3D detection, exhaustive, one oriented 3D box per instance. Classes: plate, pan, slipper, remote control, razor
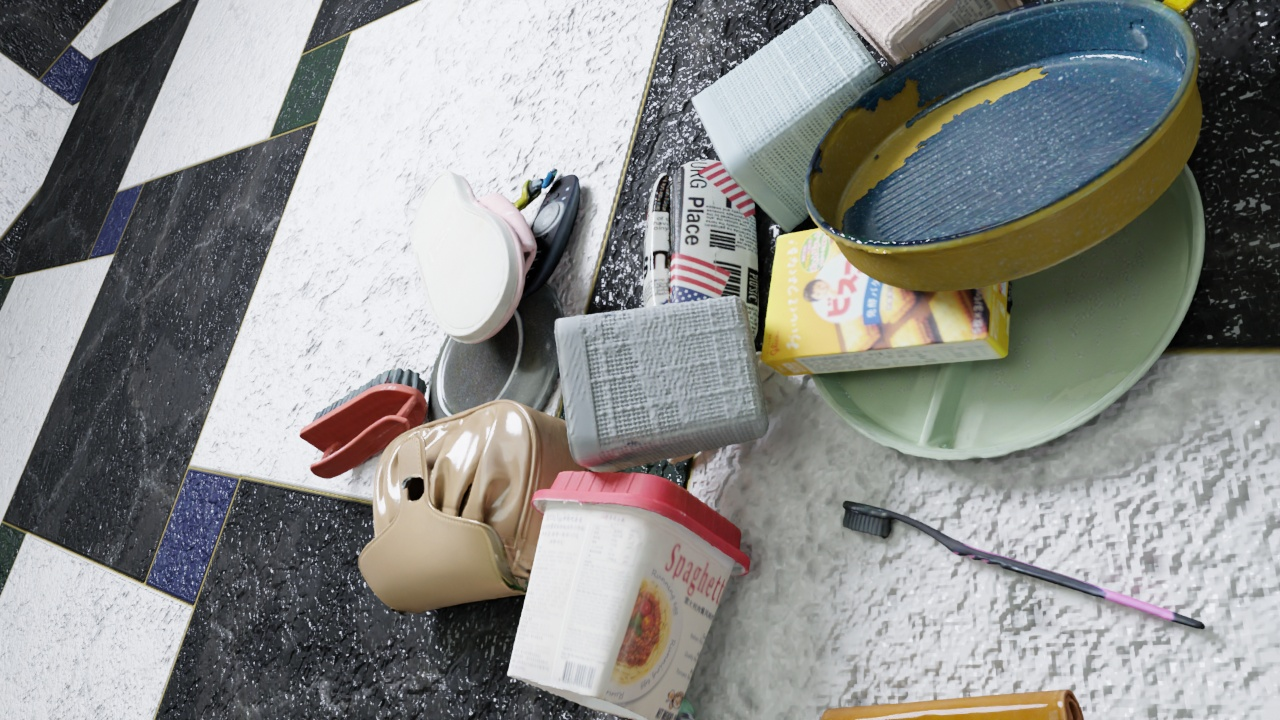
[{"bbox_3d":[-0.136,0.002,0.809,0.180,0.024,0.179,-20,57,34],"label":"plate"},{"bbox_3d":[0.242,-0.168,0.457,0.358,0.078,0.197,-30,34,14],"label":"pan"},{"bbox_3d":[0.195,-0.051,0.529,0.231,0.027,0.229,-20,58,35],"label":"plate"},{"bbox_3d":[-0.147,-0.094,0.811,0.114,0.054,0.274,-59,34,12],"label":"slipper"},{"bbox_3d":[-0.082,-0.104,0.805,0.053,0.024,0.136,-11,51,48],"label":"remote control"},{"bbox_3d":[-0.126,-0.123,0.857,0.143,0.022,0.042,-52,7,16],"label":"razor"}]

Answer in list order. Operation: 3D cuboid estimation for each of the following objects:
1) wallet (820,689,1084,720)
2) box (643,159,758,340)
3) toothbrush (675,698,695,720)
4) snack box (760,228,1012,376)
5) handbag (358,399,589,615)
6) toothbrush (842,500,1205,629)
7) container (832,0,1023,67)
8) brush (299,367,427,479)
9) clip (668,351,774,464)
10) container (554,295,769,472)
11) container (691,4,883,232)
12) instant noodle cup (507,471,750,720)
[{"bbox_3d":[0.147,0.221,0.430,0.131,0.035,0.119,-22,58,38],"label":"wallet"},{"bbox_3d":[0.043,-0.068,0.672,0.085,0.075,0.161,0,62,7],"label":"box"},{"bbox_3d":[0.004,0.209,0.574,0.027,0.026,0.225,-47,40,-19],"label":"toothbrush"},{"bbox_3d":[0.140,-0.040,0.531,0.141,0.033,0.086,-7,64,42],"label":"snack box"},{"bbox_3d":[-0.137,0.111,0.700,0.205,0.099,0.147,-20,60,38],"label":"handbag"},{"bbox_3d":[0.184,0.105,0.472,0.189,0.014,0.018,14,89,45],"label":"toothbrush"},{"bbox_3d":[0.181,-0.242,0.597,0.090,0.090,0.110,-39,51,21],"label":"container"},{"bbox_3d":[-0.253,0.061,0.854,0.146,0.063,0.069,-28,37,31],"label":"brush"},{"bbox_3d":[0.041,0.035,0.625,0.100,0.035,0.098,-3,63,34],"label":"clip"},{"bbox_3d":[0.016,0.014,0.567,0.114,0.090,0.090,-11,77,8],"label":"container"},{"bbox_3d":[0.111,-0.165,0.621,0.112,0.090,0.090,-35,50,21],"label":"container"},{"bbox_3d":[-0.012,0.142,0.548,0.117,0.116,0.124,-4,57,41],"label":"instant noodle cup"}]
